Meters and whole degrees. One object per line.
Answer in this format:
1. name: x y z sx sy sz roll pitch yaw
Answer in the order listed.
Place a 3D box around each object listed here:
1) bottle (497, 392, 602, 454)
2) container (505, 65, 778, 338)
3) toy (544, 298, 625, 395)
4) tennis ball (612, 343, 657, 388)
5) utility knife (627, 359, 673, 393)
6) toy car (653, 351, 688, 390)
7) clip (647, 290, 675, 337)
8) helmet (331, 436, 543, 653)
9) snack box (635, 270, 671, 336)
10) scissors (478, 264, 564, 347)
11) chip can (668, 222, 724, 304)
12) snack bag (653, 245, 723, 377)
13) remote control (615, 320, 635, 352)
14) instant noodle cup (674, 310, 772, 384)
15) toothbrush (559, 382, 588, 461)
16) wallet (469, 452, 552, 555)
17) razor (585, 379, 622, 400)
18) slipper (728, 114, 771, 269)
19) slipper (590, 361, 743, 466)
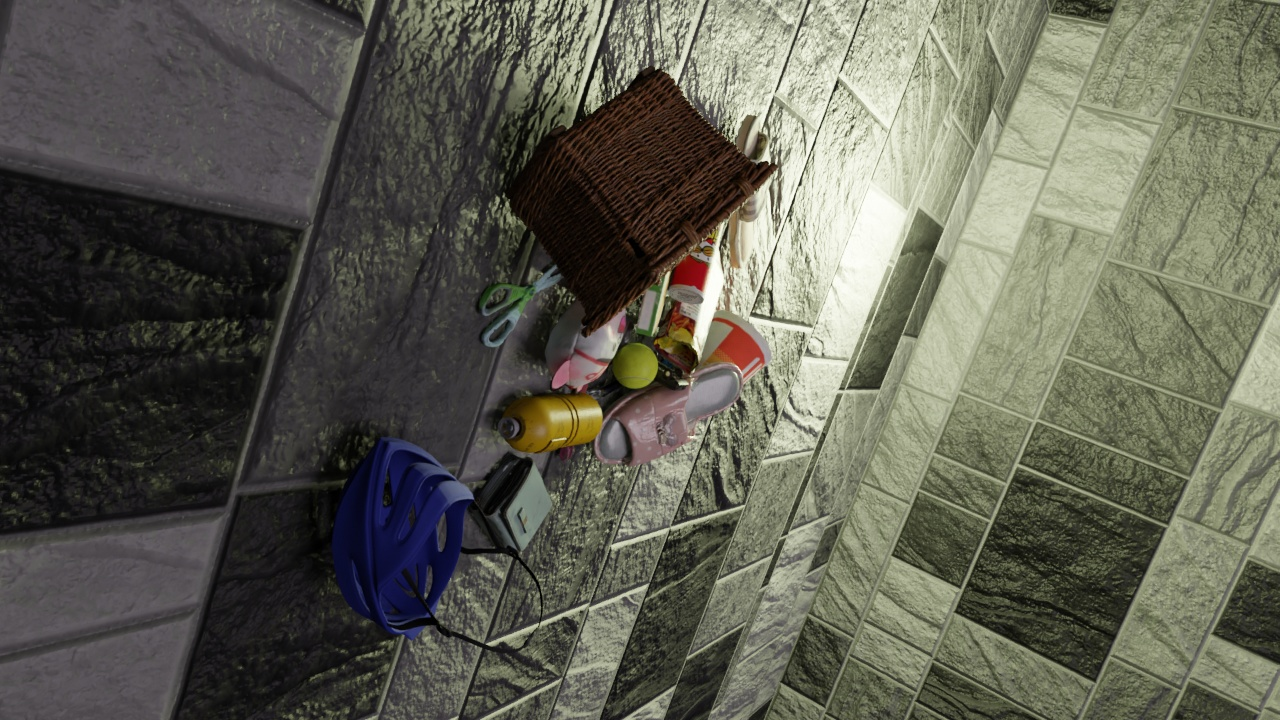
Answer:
1. bottle: -0.119 0.080 1.162 0.163 0.071 0.071 -2 113 -61
2. container: -0.008 -0.184 1.001 0.249 0.183 0.163 -44 -176 -38
3. toy: -0.057 -0.058 1.140 0.142 0.084 0.213 -53 164 -89
4. tennis ball: -0.008 0.008 1.312 0.065 0.065 0.065 -41 144 -40
5. utility knife: 0.023 0.023 1.440 0.185 0.015 0.031 -44 151 -39
6. toy car: 0.026 0.017 1.355 0.040 0.092 0.037 1 121 -61
7. clip: 0.056 -0.080 1.400 0.163 0.028 0.115 19 96 -64
8. helmet: -0.203 0.200 0.934 0.147 0.228 0.242 -46 149 -52
9. snack box: 0.024 -0.104 1.233 0.168 0.027 0.132 -63 166 -82
10. scissors: -0.129 -0.088 1.073 0.174 0.032 0.093 -52 148 -35
11. chip can: 0.090 -0.187 1.290 0.052 0.052 0.214 49 53 -61
12. snack bag: 0.089 -0.092 1.354 0.207 0.067 0.139 -68 151 -25
13. remote control: -0.025 -0.031 1.238 0.136 0.013 0.033 154 -40 -82
14. instant noodle cup: 0.130 0.004 1.513 0.121 0.123 0.123 -47 148 -19
15. toothbrush: -0.084 0.053 1.252 0.016 0.016 0.190 -42 149 -66
16. wallet: -0.164 0.191 1.200 0.100 0.054 0.132 -52 155 -24
17. razor: -0.044 0.038 1.319 0.144 0.022 0.043 -23 132 -54
18. slipper: 0.170 -0.254 1.423 0.273 0.054 0.114 87 19 -50
19. slipper: 0.049 0.081 1.392 0.273 0.054 0.114 -26 122 -22
